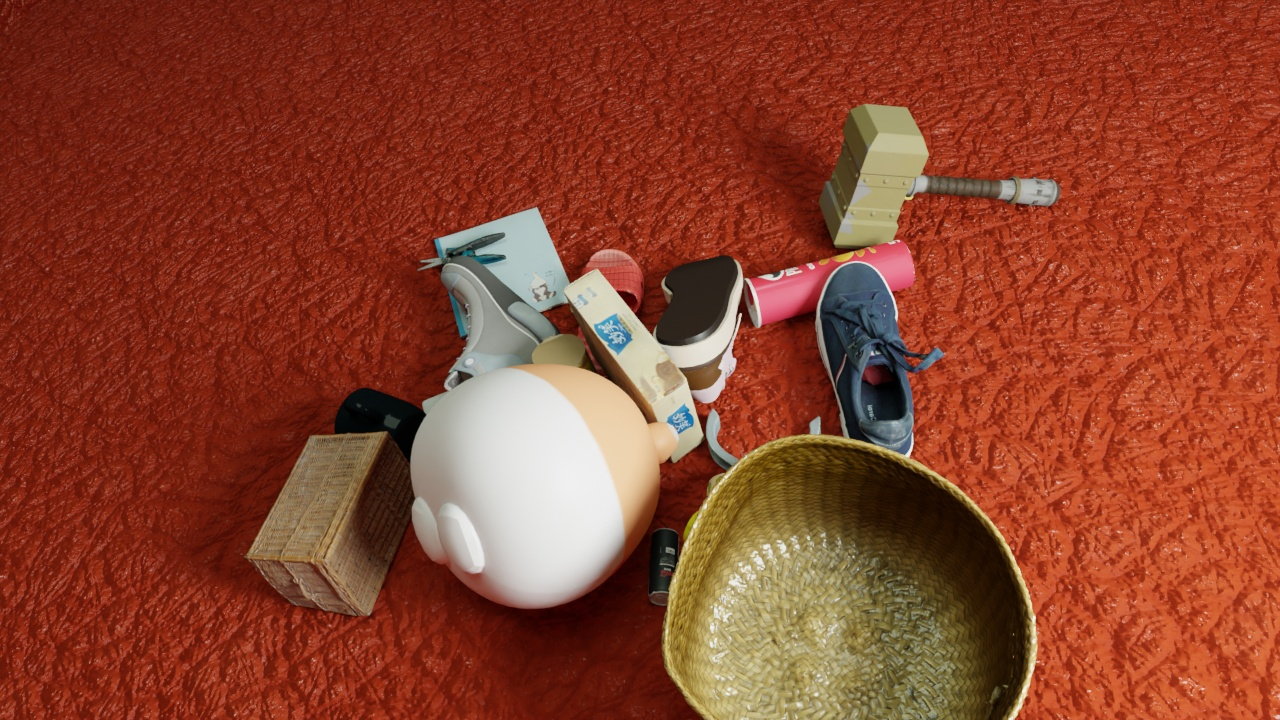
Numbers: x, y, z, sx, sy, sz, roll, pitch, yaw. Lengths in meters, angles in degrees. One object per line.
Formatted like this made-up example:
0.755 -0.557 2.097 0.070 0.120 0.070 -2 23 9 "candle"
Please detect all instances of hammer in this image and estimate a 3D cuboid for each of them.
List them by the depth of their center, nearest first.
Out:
0.441 -0.249 1.306 0.324 0.191 0.100 2 45 -9 "hammer"

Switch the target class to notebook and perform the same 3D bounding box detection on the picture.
-0.218 -0.144 1.435 0.181 0.009 0.253 -20 46 -6 "notebook"

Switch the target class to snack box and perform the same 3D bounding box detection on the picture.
-0.007 0.007 1.127 0.055 0.153 0.207 -33 57 -8 "snack box"

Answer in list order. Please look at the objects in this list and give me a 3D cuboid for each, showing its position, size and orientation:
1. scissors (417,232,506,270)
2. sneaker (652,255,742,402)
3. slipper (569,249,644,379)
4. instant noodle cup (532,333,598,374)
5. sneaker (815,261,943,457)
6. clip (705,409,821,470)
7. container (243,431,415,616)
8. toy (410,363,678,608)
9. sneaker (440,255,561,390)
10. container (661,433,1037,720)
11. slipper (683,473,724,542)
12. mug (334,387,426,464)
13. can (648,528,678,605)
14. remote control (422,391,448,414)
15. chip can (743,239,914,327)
-0.273 -0.170 1.452 0.151 0.019 0.118 14 52 27 "scissors"
0.091 -0.043 1.228 0.112 0.116 0.293 -12 26 12 "sneaker"
-0.049 -0.081 1.307 0.103 0.059 0.248 -4 48 9 "slipper"
-0.095 0.029 1.174 0.100 0.113 0.100 -6 48 7 "instant noodle cup"
0.282 -0.022 1.106 0.121 0.127 0.293 -3 54 5 "sneaker"
0.124 0.106 1.116 0.164 0.031 0.168 26 56 34 "clip"
-0.356 0.188 1.082 0.113 0.114 0.198 -1 45 17 "container"
-0.103 0.130 0.991 0.280 0.266 0.263 -24 12 -34 "toy"
-0.232 -0.036 1.273 0.160 0.093 0.257 -41 57 -22 "sneaker"
0.182 0.245 0.834 0.307 0.197 0.306 -6 55 8 "container"
0.101 0.156 1.002 0.190 0.091 0.081 -49 51 -5 "slipper"
-0.336 0.080 1.174 0.094 0.122 0.085 16 69 25 "mug"
0.026 0.228 1.017 0.031 0.032 0.080 -4 47 9 "can"
-0.254 0.097 1.218 0.045 0.008 0.146 -22 47 -9 "remote control"
0.257 -0.106 1.254 0.220 0.069 0.069 -15 46 -2 "chip can"
